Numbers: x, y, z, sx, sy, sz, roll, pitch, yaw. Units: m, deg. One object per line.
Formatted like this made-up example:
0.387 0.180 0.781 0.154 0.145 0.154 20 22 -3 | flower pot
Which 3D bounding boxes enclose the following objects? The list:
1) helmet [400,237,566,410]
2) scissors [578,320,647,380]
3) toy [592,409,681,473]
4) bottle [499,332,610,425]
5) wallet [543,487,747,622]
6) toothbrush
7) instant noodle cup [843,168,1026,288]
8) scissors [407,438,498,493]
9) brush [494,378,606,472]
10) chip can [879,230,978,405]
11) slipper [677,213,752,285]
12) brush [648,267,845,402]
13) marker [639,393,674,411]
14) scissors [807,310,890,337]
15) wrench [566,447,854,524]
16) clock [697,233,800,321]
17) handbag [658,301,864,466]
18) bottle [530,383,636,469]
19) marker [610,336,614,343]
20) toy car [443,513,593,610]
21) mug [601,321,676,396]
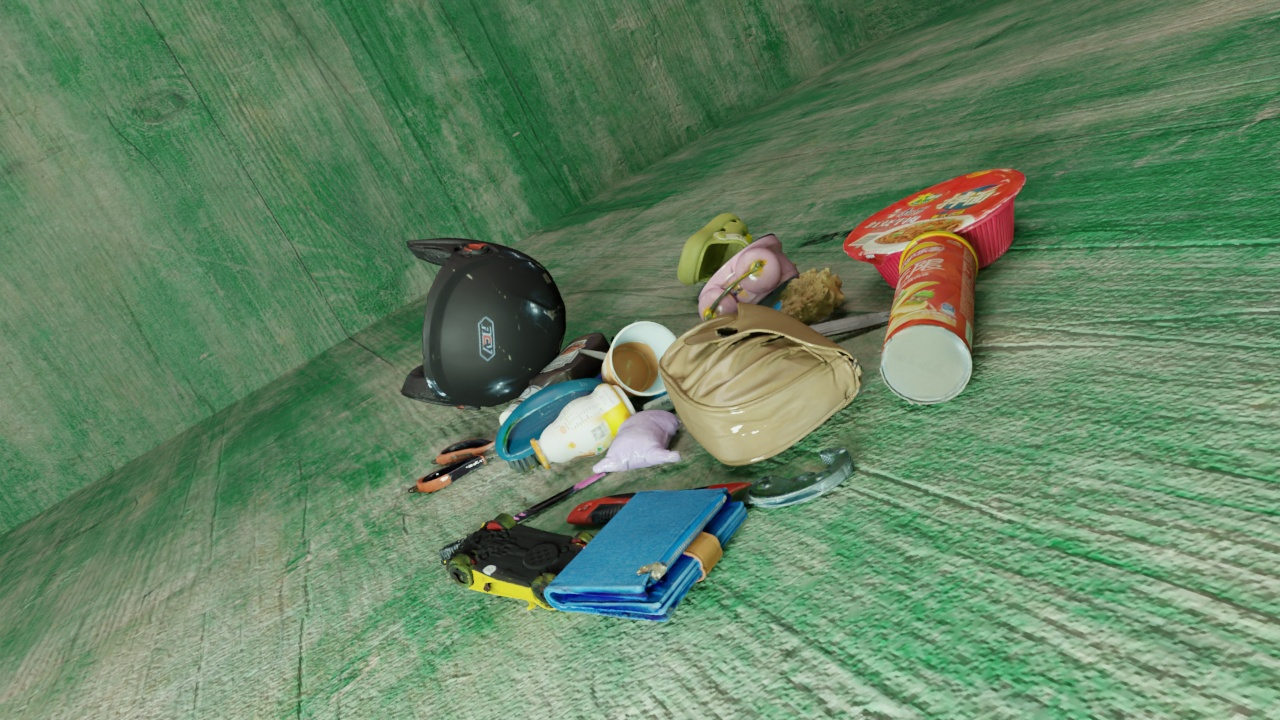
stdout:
-0.218 -0.050 1.268 0.230 0.233 0.274 2 13 -4 | helmet
-0.024 0.004 1.130 0.163 0.012 0.172 -6 39 31 | scissors
0.006 0.075 0.880 0.084 0.039 0.107 -8 17 15 | toy
-0.112 0.030 1.192 0.080 0.044 0.194 -16 21 40 | bottle
0.007 0.139 0.673 0.107 0.040 0.132 -7 22 37 | wallet
-0.109 0.146 0.887 0.189 0.018 0.014 -28 18 -7 | toothbrush
0.314 -0.131 0.966 0.194 0.066 0.193 -24 17 8 | instant noodle cup
-0.190 0.117 1.106 0.215 0.015 0.196 -30 16 -11 | scissors
-0.097 0.063 1.006 0.144 0.073 0.055 -30 41 -2 | brush
0.252 -0.043 0.790 0.073 0.073 0.216 -19 19 27 | chip can
0.119 -0.152 1.338 0.082 0.092 0.190 25 29 19 | slipper
0.115 -0.022 0.997 0.254 0.046 0.083 -33 20 -2 | brush
0.060 0.028 0.968 0.131 0.022 0.018 -25 -11 5 | marker
0.168 -0.035 0.937 0.174 0.014 0.136 -39 48 -3 | scissors
0.044 0.111 0.749 0.274 0.016 0.056 -16 20 34 | wrench
0.121 -0.084 1.046 0.117 0.060 0.158 -45 -13 23 | clock
0.097 0.009 0.824 0.147 0.100 0.204 -26 20 -6 | handbag
-0.059 0.071 0.949 0.108 0.063 0.063 -30 17 -9 | bottle
-0.022 -0.012 1.212 0.020 0.022 0.132 -61 14 9 | marker
-0.091 0.166 0.743 0.156 0.041 0.071 3 30 33 | toy car
-0.006 0.006 1.010 0.078 0.078 0.123 -32 0 -14 | mug
